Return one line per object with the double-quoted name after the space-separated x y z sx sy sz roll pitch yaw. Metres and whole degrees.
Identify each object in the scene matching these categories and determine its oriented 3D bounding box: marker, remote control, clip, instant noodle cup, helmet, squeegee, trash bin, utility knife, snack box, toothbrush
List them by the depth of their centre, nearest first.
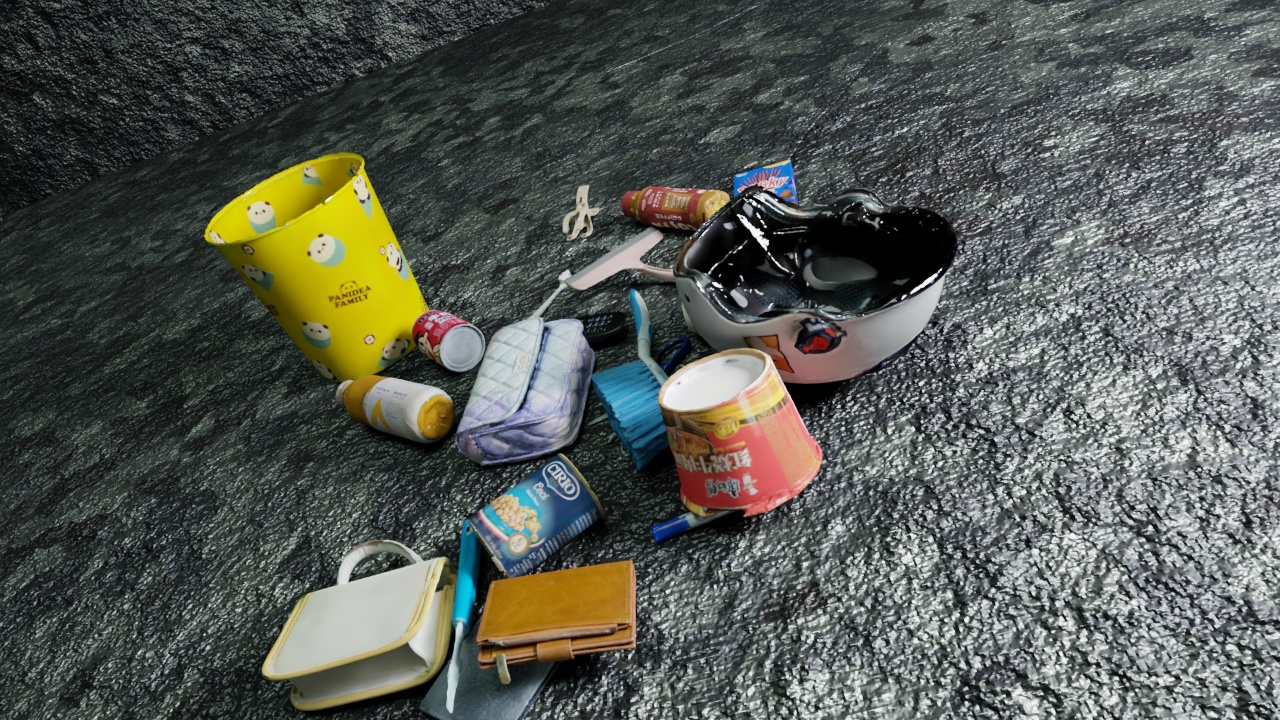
-0.159 0.223 0.820 0.018 0.034 0.238 -8 26 -2 "utility knife"
0.085 0.060 0.839 0.138 0.108 0.137 -20 21 8 "instant noodle cup"
0.079 0.134 0.845 0.146 0.017 0.017 -22 34 2 "marker"
0.174 -0.061 0.933 0.274 0.157 0.229 7 42 22 "helmet"
-0.078 -0.034 1.163 0.137 0.024 0.053 -8 38 23 "remote control"
0.070 -0.118 1.176 0.250 0.040 0.246 6 25 28 "squeegee"
-0.142 -0.066 1.252 0.016 0.016 0.179 2 42 36 "toothbrush"
0.173 -0.224 1.271 0.085 0.026 0.156 -14 35 16 "snack box"
-0.433 -0.124 1.291 0.230 0.255 0.229 -16 34 11 "trash bin"
-0.090 -0.223 1.418 0.035 0.071 0.099 -9 43 22 "clip"

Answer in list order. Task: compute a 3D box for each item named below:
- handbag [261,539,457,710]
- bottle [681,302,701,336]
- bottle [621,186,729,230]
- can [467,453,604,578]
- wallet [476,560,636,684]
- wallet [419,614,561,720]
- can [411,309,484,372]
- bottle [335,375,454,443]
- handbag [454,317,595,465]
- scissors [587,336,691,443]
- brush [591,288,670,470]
-0.248 0.234 0.865 0.163 0.063 0.178 -17 29 12 "handbag"
0.105 -0.067 1.064 0.108 0.063 0.063 -14 35 13 "bottle"
0.047 -0.217 1.310 0.175 0.057 0.057 13 48 42 "bottle"
-0.101 0.151 0.876 0.111 0.075 0.075 -35 35 -16 "can"
-0.069 0.215 0.775 0.131 0.035 0.119 -9 25 4 "wallet"
-0.121 0.265 0.784 0.097 0.019 0.120 7 46 36 "wallet"
-0.258 -0.028 1.225 0.066 0.066 0.094 -39 37 -22 "can"
-0.311 0.055 1.139 0.190 0.068 0.067 9 46 39 "bottle"
-0.131 0.028 1.064 0.134 0.076 0.193 -13 34 15 "handbag"
0.019 0.027 1.033 0.162 0.012 0.163 -14 37 16 "scissors"
-0.006 0.006 1.025 0.109 0.060 0.314 -25 32 -6 "brush"
